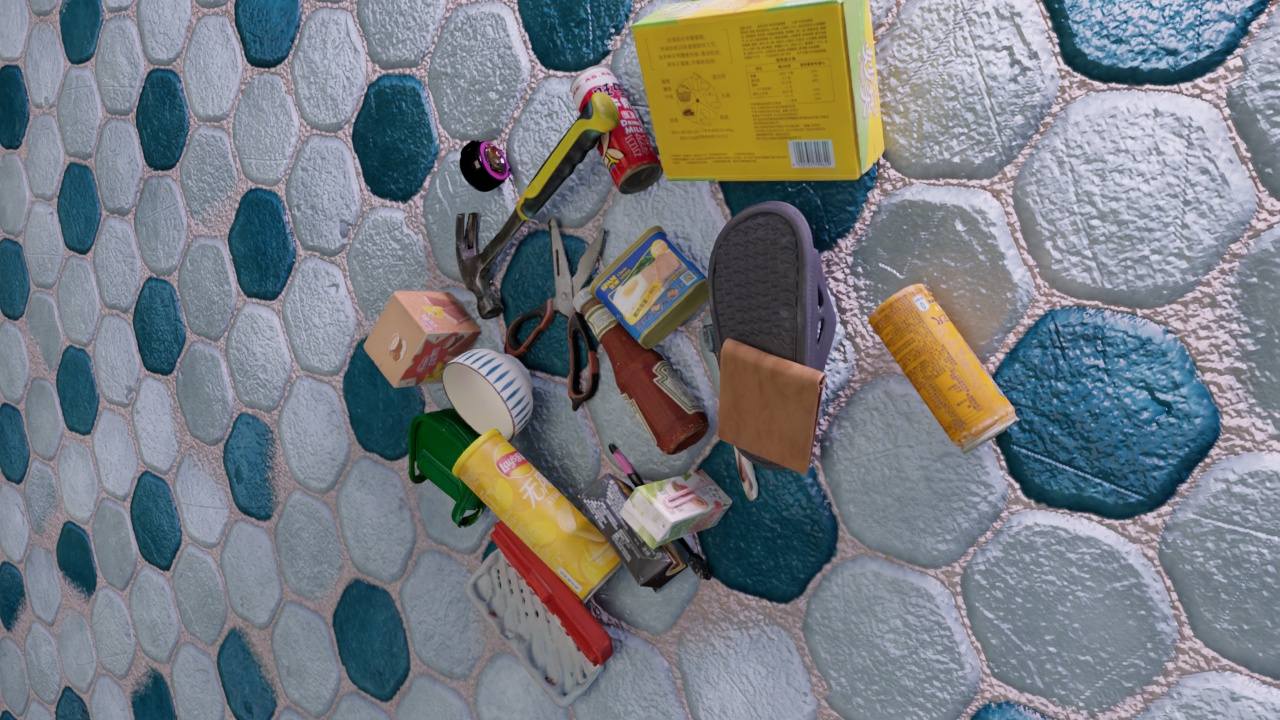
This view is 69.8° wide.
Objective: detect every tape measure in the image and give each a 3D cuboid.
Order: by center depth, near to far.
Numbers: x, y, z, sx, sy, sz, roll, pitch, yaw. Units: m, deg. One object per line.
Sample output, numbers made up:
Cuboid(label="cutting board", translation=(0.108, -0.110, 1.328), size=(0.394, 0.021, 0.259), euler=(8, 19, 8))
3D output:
Cuboid(label="tape measure", translation=(-0.184, -0.232, 1.092), size=(0.039, 0.057, 0.057), euler=(-24, 71, 32))

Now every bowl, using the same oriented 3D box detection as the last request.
Cuboid(label="bowl", translation=(-0.170, 0.033, 1.083), size=(0.116, 0.066, 0.117), euler=(28, 140, 26))

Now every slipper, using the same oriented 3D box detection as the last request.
Cuboid(label="slipper", translation=(0.131, -0.026, 0.882), size=(0.111, 0.083, 0.268), euler=(14, 119, 35))

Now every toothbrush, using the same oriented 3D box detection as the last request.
Cuboid(label="toothbrush", translation=(0.092, 0.052, 0.943), size=(0.016, 0.017, 0.187), euler=(-17, 83, 35))
Cuboid(label="toothbrush", translation=(0.017, 0.163, 1.003), size=(0.014, 0.017, 0.189), euler=(-46, 67, 17))

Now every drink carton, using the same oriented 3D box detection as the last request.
Cuboid(label="drink carton", translation=(0.039, 0.146, 0.923), size=(0.053, 0.122, 0.046), euler=(44, 114, 25))

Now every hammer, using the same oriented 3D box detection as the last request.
Cuboid(label="hammer", translation=(-0.125, -0.182, 1.034), size=(0.324, 0.031, 0.126), euler=(-42, 68, 42))

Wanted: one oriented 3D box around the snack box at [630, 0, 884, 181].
Cuboid(label="snack box", translation=(0.108, -0.250, 0.841), size=(0.210, 0.069, 0.158), euler=(7, 127, 34))

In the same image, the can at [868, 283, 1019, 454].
Cuboid(label="can", translation=(0.262, 0.006, 0.797), size=(0.058, 0.058, 0.146), euler=(-41, 71, 30))

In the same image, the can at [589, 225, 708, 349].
Cuboid(label="can", translation=(0.012, -0.074, 0.953), size=(0.102, 0.057, 0.083), euler=(-43, 70, 4))

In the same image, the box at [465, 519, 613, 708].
Cuboid(label="box", translation=(-0.117, 0.291, 1.078), size=(0.201, 0.073, 0.155), euler=(44, 129, 23))

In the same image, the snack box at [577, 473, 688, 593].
Cuboid(label="snack box", translation=(-0.007, 0.186, 0.975), size=(0.053, 0.125, 0.113), euler=(-38, 71, 2))

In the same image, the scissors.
Cuboid(label="scissors", translation=(-0.089, -0.052, 1.063), size=(0.226, 0.015, 0.189), euler=(-48, 67, 28))

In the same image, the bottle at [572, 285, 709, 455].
Cuboid(label="bottle", translation=(-0.006, 0.006, 0.982), size=(0.060, 0.059, 0.206), euler=(-46, 69, 28))

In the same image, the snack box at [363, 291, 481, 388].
Cuboid(label="snack box", translation=(-0.271, -0.027, 1.143), size=(0.077, 0.094, 0.093), euler=(48, 117, 22))

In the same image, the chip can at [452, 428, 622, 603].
Cuboid(label="chip can", translation=(-0.114, 0.173, 1.031), size=(0.213, 0.071, 0.072), euler=(43, 116, 10))

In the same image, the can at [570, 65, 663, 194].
Cuboid(label="can", translation=(-0.027, -0.248, 0.983), size=(0.053, 0.053, 0.132), euler=(-34, 74, 31))

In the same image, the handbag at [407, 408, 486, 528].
Cuboid(label="handbag", translation=(-0.235, 0.129, 1.144), size=(0.131, 0.067, 0.120), euler=(31, 111, 30))

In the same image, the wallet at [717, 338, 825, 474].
Cuboid(label="wallet", translation=(0.119, 0.044, 0.861), size=(0.101, 0.020, 0.115), euler=(23, 130, 28))
